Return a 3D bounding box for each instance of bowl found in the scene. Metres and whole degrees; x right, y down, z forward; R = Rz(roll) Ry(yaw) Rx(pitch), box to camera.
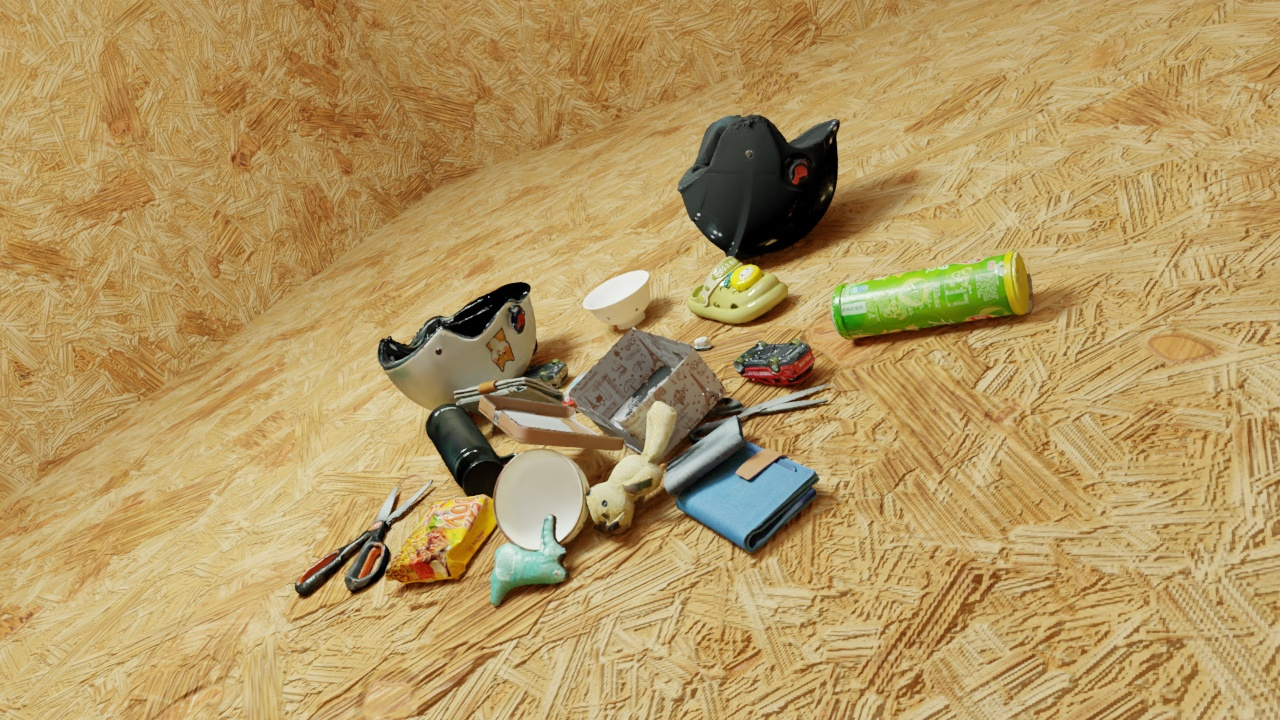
[{"bbox_3d":[-0.103,0.158,1.033,0.114,0.113,0.062,-19,-18,18],"label":"bowl"},{"bbox_3d":[-0.028,-0.090,1.499,0.118,0.065,0.118,-22,23,10],"label":"bowl"}]

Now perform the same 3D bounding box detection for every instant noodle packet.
[{"bbox_3d":[-0.236,0.213,1.110,0.111,0.044,0.128,-10,27,26],"label":"instant noodle packet"}]

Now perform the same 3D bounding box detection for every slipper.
[{"bbox_3d":[0.129,-0.106,1.350,0.091,0.081,0.191,-41,24,-24],"label":"slipper"}]

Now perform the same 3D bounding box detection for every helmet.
[{"bbox_3d":[-0.271,-0.007,1.470,0.231,0.157,0.273,-7,19,43],"label":"helmet"},{"bbox_3d":[0.198,-0.288,1.471,0.275,0.230,0.233,-17,17,3],"label":"helmet"}]

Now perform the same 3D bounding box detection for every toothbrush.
[{"bbox_3d":[0.029,-0.016,1.346,0.181,0.018,0.015,-8,32,40],"label":"toothbrush"}]

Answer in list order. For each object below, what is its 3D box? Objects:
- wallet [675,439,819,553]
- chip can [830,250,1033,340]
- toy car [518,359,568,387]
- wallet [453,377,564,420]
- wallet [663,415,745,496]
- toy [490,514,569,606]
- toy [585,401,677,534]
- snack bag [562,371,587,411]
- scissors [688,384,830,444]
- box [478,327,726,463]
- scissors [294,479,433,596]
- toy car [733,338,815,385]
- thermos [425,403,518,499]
[{"bbox_3d":[0.106,0.132,0.923,0.106,0.040,0.133,-39,25,-16],"label":"wallet"},{"bbox_3d":[0.331,-0.072,1.067,0.222,0.072,0.072,-9,29,36],"label":"chip can"},{"bbox_3d":[-0.153,0.026,1.427,0.091,0.035,0.042,-8,28,38],"label":"toy car"},{"bbox_3d":[-0.193,0.052,1.340,0.130,0.106,0.037,-14,65,27],"label":"wallet"},{"bbox_3d":[0.071,0.100,0.995,0.097,0.019,0.120,-36,4,8],"label":"wallet"},{"bbox_3d":[-0.116,0.212,0.976,0.092,0.030,0.096,-6,66,20],"label":"toy"},{"bbox_3d":[-0.006,0.117,1.005,0.157,0.066,0.105,-60,9,-21],"label":"toy"},{"bbox_3d":[-0.086,0.041,1.335,0.045,0.026,0.105,-25,20,27],"label":"snack bag"},{"bbox_3d":[0.133,0.056,1.082,0.162,0.014,0.166,-34,24,-15],"label":"scissors"},{"bbox_3d":[-0.048,0.056,1.120,0.272,0.130,0.179,-20,18,-22],"label":"box"},{"bbox_3d":[-0.368,0.239,1.223,0.225,0.022,0.221,-30,23,-5],"label":"scissors"},{"bbox_3d":[0.163,0.004,1.121,0.052,0.045,0.121,-35,18,-24],"label":"toy car"},{"bbox_3d":[-0.232,0.125,1.277,0.089,0.068,0.242,-10,19,-22],"label":"thermos"}]
